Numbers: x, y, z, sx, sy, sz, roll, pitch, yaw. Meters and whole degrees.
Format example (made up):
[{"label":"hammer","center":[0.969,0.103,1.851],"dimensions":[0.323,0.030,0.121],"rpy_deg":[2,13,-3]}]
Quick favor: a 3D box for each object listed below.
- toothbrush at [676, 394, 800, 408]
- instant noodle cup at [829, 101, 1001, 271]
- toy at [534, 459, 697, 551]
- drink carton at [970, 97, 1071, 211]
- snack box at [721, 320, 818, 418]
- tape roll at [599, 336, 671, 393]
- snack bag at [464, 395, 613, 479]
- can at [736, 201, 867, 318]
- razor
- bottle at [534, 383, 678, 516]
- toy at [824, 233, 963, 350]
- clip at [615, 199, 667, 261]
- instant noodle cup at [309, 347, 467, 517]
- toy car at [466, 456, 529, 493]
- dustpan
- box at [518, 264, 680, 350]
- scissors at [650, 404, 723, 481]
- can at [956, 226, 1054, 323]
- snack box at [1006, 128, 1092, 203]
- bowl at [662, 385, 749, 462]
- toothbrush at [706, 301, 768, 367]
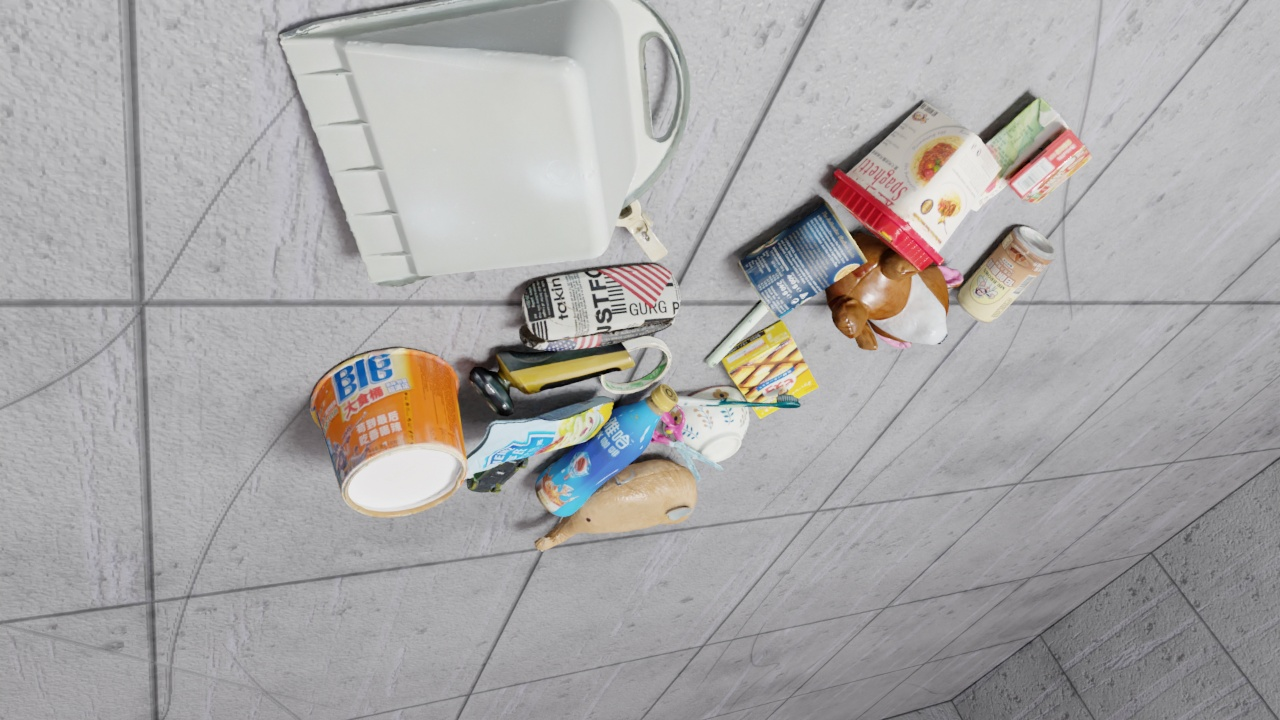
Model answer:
[{"label":"toothbrush","center":[0.101,0.049,1.120],"dimensions":[0.191,0.018,0.016],"rpy_deg":[2,150,-4]},{"label":"instant noodle cup","center":[0.272,-0.172,0.898],"dimensions":[0.124,0.116,0.116],"rpy_deg":[-50,139,14]},{"label":"toy","center":[-0.033,0.192,1.213],"dimensions":[0.225,0.082,0.144],"rpy_deg":[-10,141,-16]},{"label":"drink carton","center":[0.378,-0.213,0.950],"dimensions":[0.123,0.045,0.053],"rpy_deg":[-45,159,27]},{"label":"snack box","center":[0.161,0.014,1.134],"dimensions":[0.087,0.033,0.140],"rpy_deg":[-29,146,8]},{"label":"tape roll","center":[-0.006,0.006,1.042],"dimensions":[0.085,0.014,0.086],"rpy_deg":[-16,144,-12]},{"label":"snack bag","center":[-0.117,0.083,1.005],"dimensions":[0.111,0.039,0.190],"rpy_deg":[-34,167,38]},{"label":"can","center":[0.166,-0.102,0.948],"dimensions":[0.111,0.075,0.075],"rpy_deg":[-34,144,14]},{"label":"razor","center":[-0.089,0.013,0.942],"dimensions":[0.167,0.067,0.062],"rpy_deg":[-12,166,-1]},{"label":"bottle","center":[-0.038,0.106,1.109],"dimensions":[0.219,0.065,0.065],"rpy_deg":[-42,141,24]},{"label":"toy","center":[0.293,-0.070,1.035],"dimensions":[0.140,0.130,0.199],"rpy_deg":[-46,149,19]},{"label":"clip","center":[-0.010,-0.135,0.835],"dimensions":[0.035,0.071,0.100],"rpy_deg":[-35,138,13]},{"label":"instant noodle cup","center":[-0.243,0.078,0.913],"dimensions":[0.151,0.111,0.152],"rpy_deg":[-16,144,-12]},{"label":"toy car","center":[-0.169,0.124,1.081],"dimensions":[0.043,0.036,0.091],"rpy_deg":[18,125,-45]},{"label":"dustpan","center":[-0.097,-0.183,0.716],"dimensions":[0.258,0.142,0.223],"rpy_deg":[3,134,11]},{"label":"box","center":[-0.043,-0.044,0.925],"dimensions":[0.162,0.076,0.088],"rpy_deg":[-11,165,-22]},{"label":"scissors","center":[0.040,0.105,1.139],"dimensions":[0.113,0.017,0.134],"rpy_deg":[-10,124,27]},{"label":"can","center":[0.445,-0.104,1.122],"dimensions":[0.058,0.058,0.117],"rpy_deg":[2,138,-32]},{"label":"snack box","center":[0.432,-0.201,0.963],"dimensions":[0.075,0.025,0.152],"rpy_deg":[-44,166,26]},{"label":"bowl","center":[0.091,0.091,1.169],"dimensions":[0.113,0.062,0.114],"rpy_deg":[-16,146,-12]},{"label":"toothbrush","center":[0.136,-0.053,1.042],"dimensions":[0.029,0.020,0.190],"rpy_deg":[11,134,-41]}]
